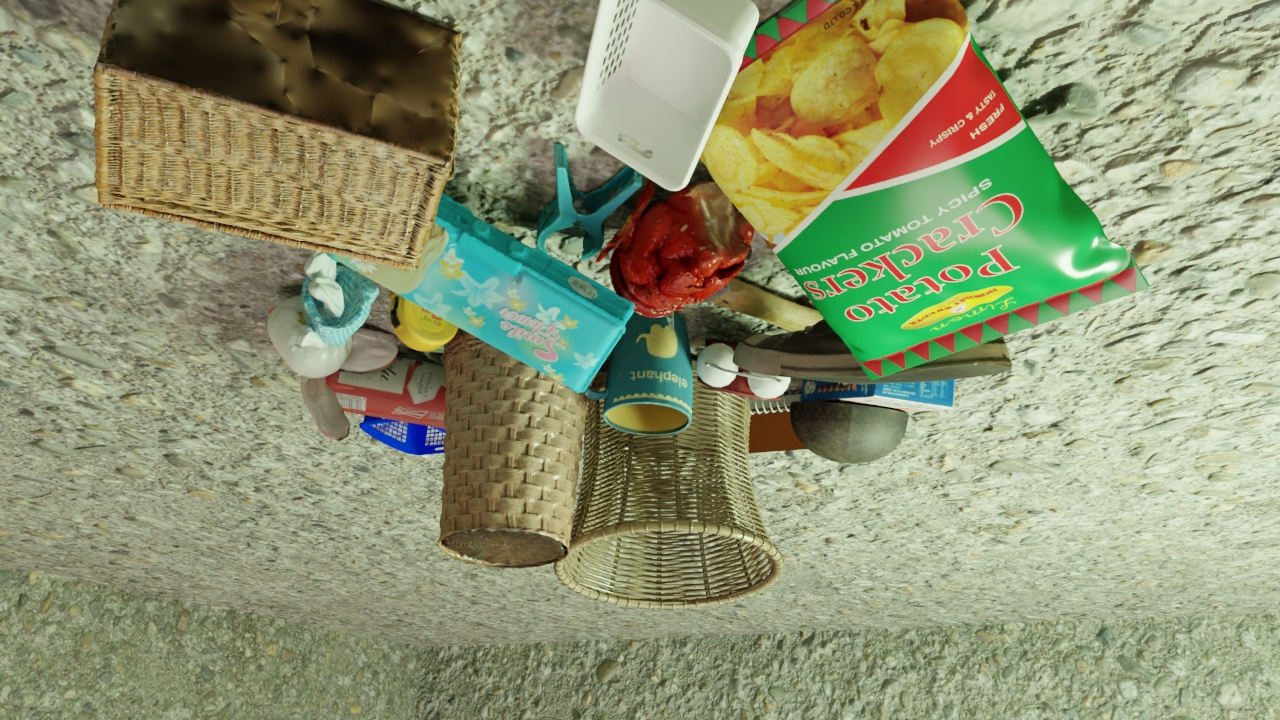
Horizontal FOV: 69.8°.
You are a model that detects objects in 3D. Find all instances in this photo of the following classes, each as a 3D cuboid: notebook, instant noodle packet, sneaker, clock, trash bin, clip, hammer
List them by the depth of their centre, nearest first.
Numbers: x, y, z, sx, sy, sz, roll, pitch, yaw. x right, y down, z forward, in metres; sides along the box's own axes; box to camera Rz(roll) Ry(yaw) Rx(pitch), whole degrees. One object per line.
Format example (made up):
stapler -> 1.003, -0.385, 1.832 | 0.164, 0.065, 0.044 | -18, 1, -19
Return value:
instant noodle packet -> 0.153, -0.105, 0.565 | 0.196, 0.090, 0.252 | -24, 114, 44
clip -> -0.031, -0.113, 0.698 | 0.113, 0.028, 0.127 | 15, 152, -22
sneaker -> 0.172, -0.042, 0.729 | 0.095, 0.119, 0.235 | 6, 171, -38
hammer -> 0.162, -0.032, 0.851 | 0.330, 0.033, 0.133 | 18, 150, -31
trash bin -> -0.120, 0.074, 0.866 | 0.151, 0.209, 0.151 | 1, 153, 0
clock -> 0.097, 0.009, 0.872 | 0.087, 0.044, 0.124 | 13, -174, 6
notebook -> 0.145, 0.079, 1.107 | 0.209, 0.022, 0.171 | -6, 156, 18

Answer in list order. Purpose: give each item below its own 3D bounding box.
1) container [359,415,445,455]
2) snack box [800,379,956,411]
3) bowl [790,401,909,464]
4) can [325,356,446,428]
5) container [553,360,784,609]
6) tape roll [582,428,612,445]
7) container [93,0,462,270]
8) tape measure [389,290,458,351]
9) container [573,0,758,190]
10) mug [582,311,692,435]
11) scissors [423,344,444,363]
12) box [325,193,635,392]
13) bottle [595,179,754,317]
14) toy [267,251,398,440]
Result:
container -> -0.258, 0.063, 1.063 | 0.096, 0.058, 0.114 | -8, 154, 21
snack box -> 0.235, 0.030, 0.925 | 0.088, 0.033, 0.154 | 9, 173, -15
bowl -> 0.214, 0.078, 0.954 | 0.121, 0.056, 0.121 | 7, 173, 1
can -> -0.254, 0.030, 0.969 | 0.170, 0.067, 0.067 | 11, 155, -9
container -> 0.027, 0.130, 0.963 | 0.227, 0.195, 0.227 | 0, 147, 0
tape roll -> -0.051, 0.073, 1.098 | 0.094, 0.030, 0.094 | 2, 156, 1
container -> -0.205, -0.145, 0.535 | 0.198, 0.113, 0.113 | 11, 150, -22
tape measure -> -0.196, -0.038, 0.835 | 0.068, 0.058, 0.030 | 20, 150, -36
container -> 0.016, -0.164, 0.518 | 0.081, 0.049, 0.129 | 33, 154, 3
mug -> -0.005, 0.005, 0.857 | 0.112, 0.104, 0.085 | 10, 155, -11
scissors -> -0.140, -0.009, 0.952 | 0.175, 0.033, 0.072 | 8, 152, -4
box -> -0.133, -0.050, 0.731 | 0.227, 0.073, 0.181 | 29, 156, -7
bottle -> 0.024, -0.085, 0.683 | 0.099, 0.098, 0.111 | 14, 160, -24
toy -> -0.294, -0.028, 0.830 | 0.105, 0.130, 0.206 | 20, 148, 0
